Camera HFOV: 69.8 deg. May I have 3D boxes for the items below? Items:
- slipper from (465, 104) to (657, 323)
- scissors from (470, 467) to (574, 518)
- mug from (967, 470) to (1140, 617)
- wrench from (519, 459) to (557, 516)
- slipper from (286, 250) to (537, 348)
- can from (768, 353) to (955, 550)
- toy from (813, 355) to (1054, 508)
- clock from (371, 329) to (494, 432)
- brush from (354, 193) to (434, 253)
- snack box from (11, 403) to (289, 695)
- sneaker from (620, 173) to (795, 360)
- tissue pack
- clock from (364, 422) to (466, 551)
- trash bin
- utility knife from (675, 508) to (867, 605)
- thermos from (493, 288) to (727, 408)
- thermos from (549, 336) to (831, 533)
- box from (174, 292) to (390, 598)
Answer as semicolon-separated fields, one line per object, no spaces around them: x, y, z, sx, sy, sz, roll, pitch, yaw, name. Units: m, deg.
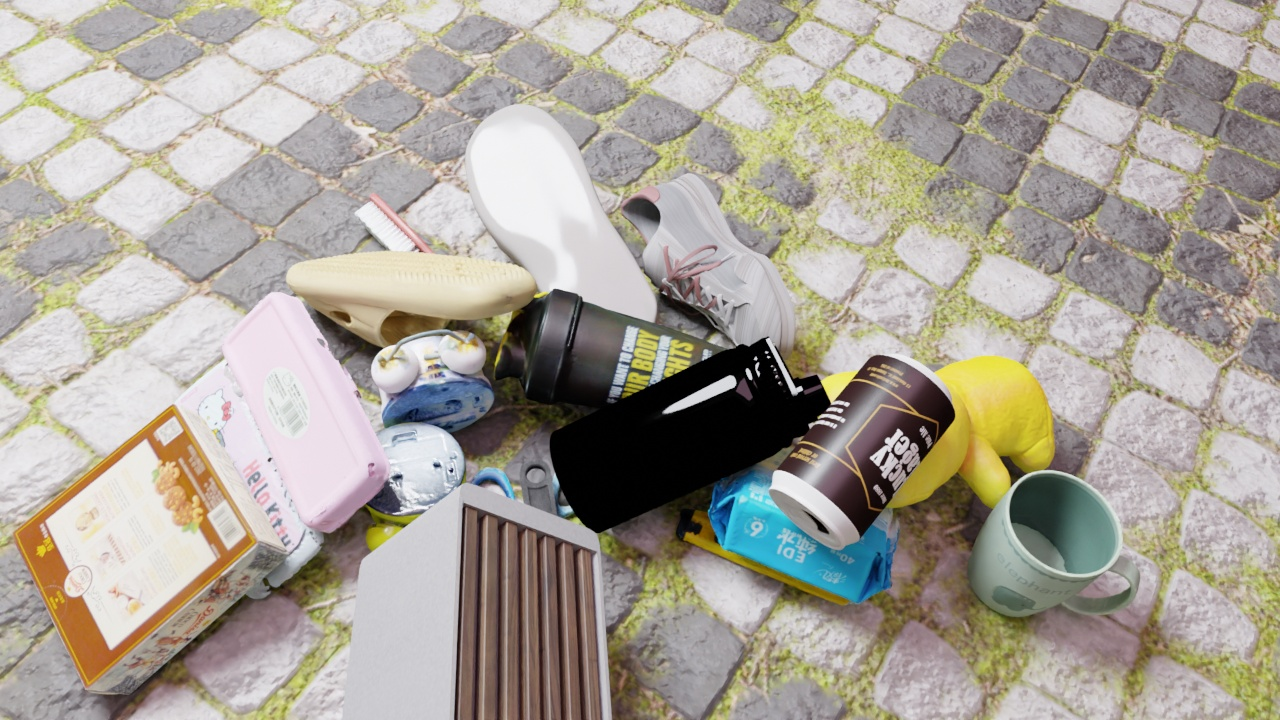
-0.071;-0.114;0.866;0.113;0.081;0.265;-33;76;-3;slipper
-0.093;0.133;0.713;0.118;0.013;0.139;12;55;1;scissors
0.305;0.150;0.678;0.111;0.104;0.083;26;56;14;mug
-0.056;0.194;0.659;0.073;0.018;0.272;-8;59;-10;wrench
-0.196;-0.045;0.767;0.262;0.079;0.111;8;17;35;slipper
0.152;0.060;0.627;0.072;0.072;0.128;37;76;20;can
0.239;0.050;0.726;0.193;0.088;0.134;-5;42;-25;toy
-0.164;0.015;0.723;0.088;0.126;0.052;-13;62;-16;clock
-0.206;-0.095;0.857;0.172;0.041;0.030;41;78;20;brush
-0.345;0.129;0.645;0.147;0.041;0.143;-41;64;-7;snack box
0.050;-0.079;0.831;0.089;0.099;0.236;-17;50;-18;sneaker
0.123;0.120;0.698;0.144;0.062;0.092;23;30;9;tissue pack
-0.171;0.105;0.697;0.083;0.057;0.119;-11;55;-14;clock
-0.099;0.212;0.552;0.114;0.115;0.228;28;39;-35;trash bin
0.103;0.153;0.714;0.159;0.017;0.030;22;64;7;utility knife
-0.004;0.004;0.759;0.221;0.098;0.098;13;53;-5;thermos
0.040;0.050;0.684;0.199;0.086;0.086;-26;55;12;thermos
-0.281;0.059;0.698;0.153;0.037;0.201;-42;61;6;box
